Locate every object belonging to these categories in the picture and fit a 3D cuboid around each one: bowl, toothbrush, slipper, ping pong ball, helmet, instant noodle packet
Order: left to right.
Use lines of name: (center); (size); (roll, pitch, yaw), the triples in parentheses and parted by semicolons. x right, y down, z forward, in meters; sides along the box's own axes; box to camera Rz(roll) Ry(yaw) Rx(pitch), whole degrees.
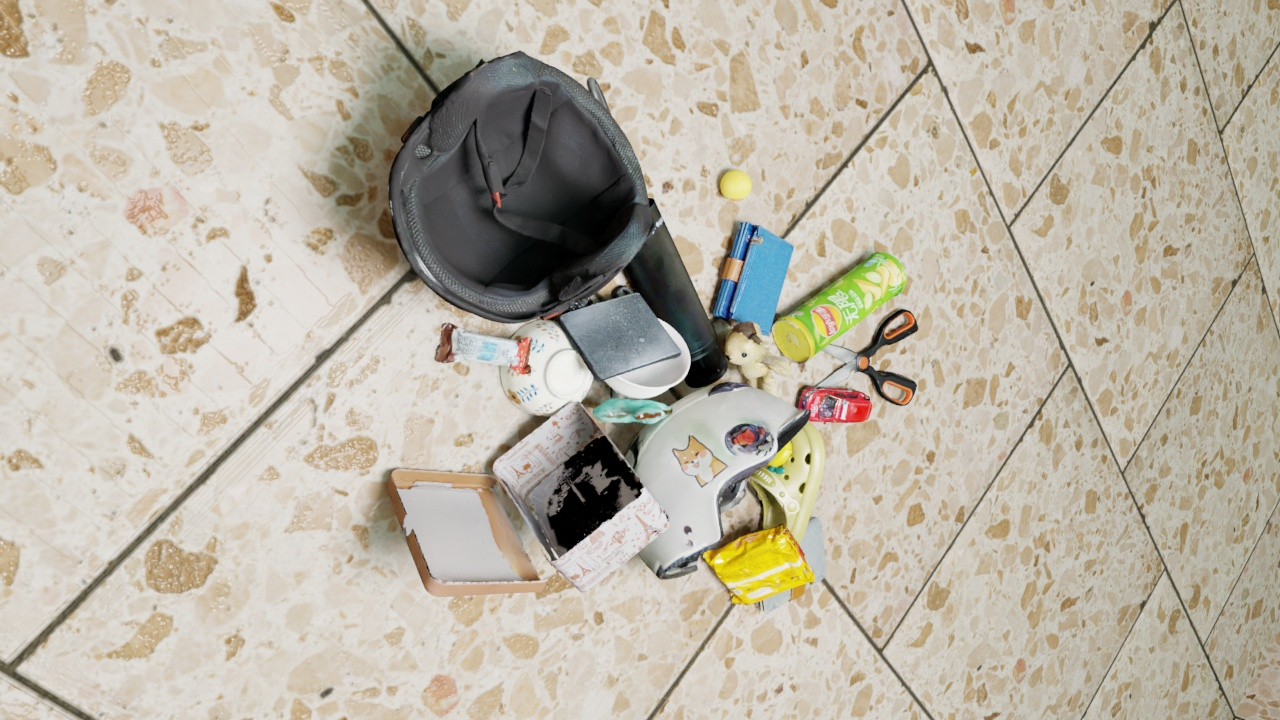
helmet: (-0.128, -0.154, 0.907); (0.274, 0.231, 0.233); (-43, 102, -24)
bowl: (-0.098, 0.012, 1.056); (0.113, 0.062, 0.113); (-6, 102, -33)
toothbrush: (-0.022, -0.251, 1.096); (0.015, 0.018, 0.181); (-34, 114, -23)
bowl: (-0.006, 0.006, 1.094); (0.118, 0.118, 0.065); (-15, 147, -32)
helmet: (0.068, 0.127, 1.119); (0.157, 0.230, 0.273); (37, 74, 10)
ping pong ball: (0.123, -0.226, 1.184); (0.040, 0.040, 0.040); (-6, 101, -34)
instant noodle packet: (0.161, 0.279, 1.253); (0.111, 0.129, 0.044); (56, 23, -26)
slipper: (0.195, 0.171, 1.269); (0.081, 0.092, 0.190); (8, 94, -30)

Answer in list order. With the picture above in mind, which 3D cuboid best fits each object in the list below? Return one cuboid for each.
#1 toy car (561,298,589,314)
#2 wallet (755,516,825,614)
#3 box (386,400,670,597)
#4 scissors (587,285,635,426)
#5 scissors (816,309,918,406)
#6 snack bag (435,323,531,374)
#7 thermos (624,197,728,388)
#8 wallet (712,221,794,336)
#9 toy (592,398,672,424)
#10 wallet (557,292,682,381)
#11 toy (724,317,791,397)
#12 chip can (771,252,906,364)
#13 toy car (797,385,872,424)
toy car: (-0.101, -0.090, 1.050); (0.042, 0.035, 0.090); (-34, 126, 22)
wallet: (0.219, 0.300, 1.336); (0.129, 0.037, 0.106); (-20, 107, -31)
box: (-0.121, 0.161, 0.986); (0.272, 0.179, 0.130); (-17, 129, -21)
scissors: (-0.036, -0.009, 1.128); (0.166, 0.014, 0.163); (30, 83, -36)
scissors: (0.348, -0.004, 1.389); (0.221, 0.022, 0.224); (40, 76, -28)
snack bag: (-0.169, -0.012, 1.005); (0.105, 0.026, 0.045); (9, 89, -6)
thermos: (0.038, -0.085, 1.141); (0.242, 0.069, 0.089); (63, 31, -27)
wallet: (0.152, -0.107, 1.225); (0.106, 0.040, 0.133); (18, 87, -44)
toy: (-0.011, 0.059, 1.058); (0.096, 0.092, 0.030); (-10, 99, -77)
wallet: (-0.024, -0.028, 1.059); (0.120, 0.097, 0.019); (-18, 150, -33)
toy: (0.147, 0.010, 1.206); (0.066, 0.105, 0.157); (-40, 138, -17)
chip can: (0.286, -0.079, 1.301); (0.220, 0.073, 0.072); (-34, 115, -26)
toy car: (0.283, 0.066, 1.330); (0.120, 0.045, 0.053); (3, 103, -26)
